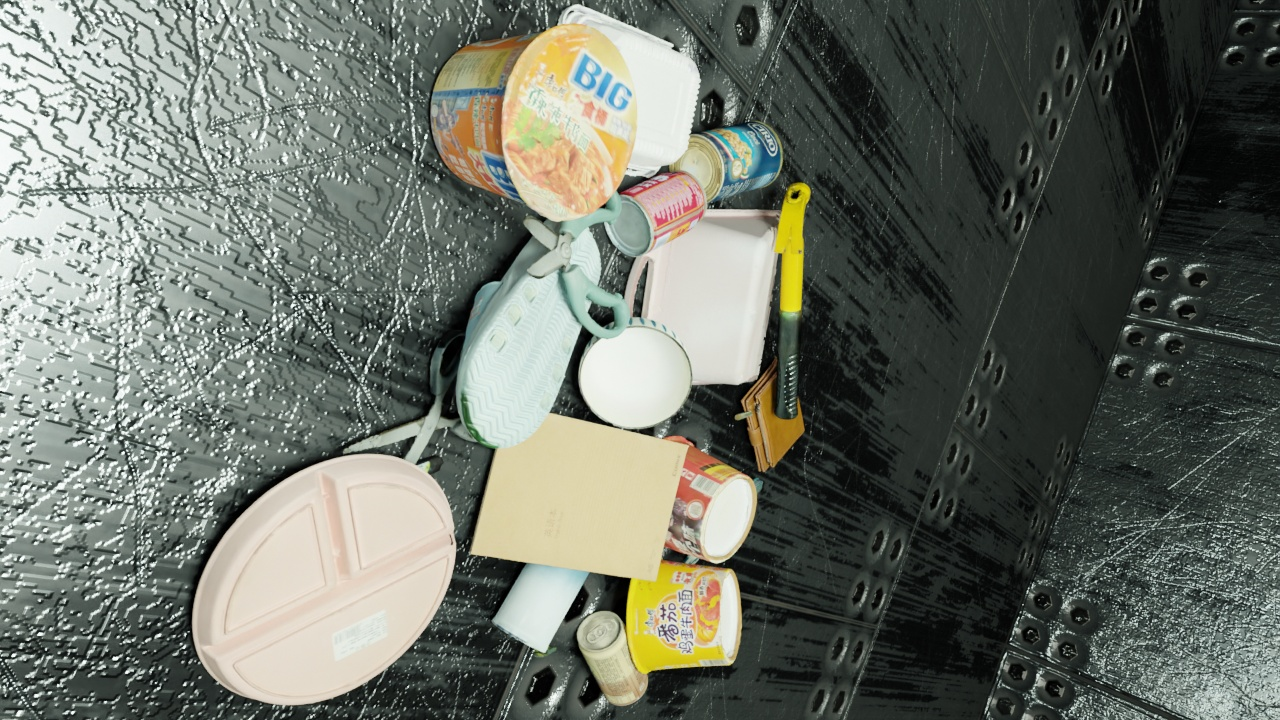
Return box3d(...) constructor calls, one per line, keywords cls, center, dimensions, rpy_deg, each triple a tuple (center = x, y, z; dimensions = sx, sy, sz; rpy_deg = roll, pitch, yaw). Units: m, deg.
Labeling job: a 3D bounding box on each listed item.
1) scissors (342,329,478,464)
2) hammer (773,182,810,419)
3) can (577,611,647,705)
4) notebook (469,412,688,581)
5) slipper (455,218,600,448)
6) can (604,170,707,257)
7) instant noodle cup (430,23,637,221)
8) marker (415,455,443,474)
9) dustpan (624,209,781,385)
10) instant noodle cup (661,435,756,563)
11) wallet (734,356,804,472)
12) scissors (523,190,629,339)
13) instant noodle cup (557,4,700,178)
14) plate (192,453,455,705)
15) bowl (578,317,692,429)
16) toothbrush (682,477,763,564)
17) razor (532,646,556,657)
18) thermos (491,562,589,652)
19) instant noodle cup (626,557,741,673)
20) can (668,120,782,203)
box3d(cls="scissors", center=(-0.184, 0.057, 0.813), dimensions=(0.159, 0.014, 0.180), rpy_deg=(31, 76, -50))
box3d(cls="hammer", center=(0.186, -0.062, 1.143), dimensions=(0.128, 0.033, 0.301), rpy_deg=(-61, 152, -59))
box3d(cls="can", center=(-0.032, 0.352, 1.082), dimensions=(0.058, 0.058, 0.116), rpy_deg=(-44, 134, -31))
box3d(cls="notebook", center=(-0.057, 0.138, 0.931), dimensions=(0.211, 0.012, 0.149), rpy_deg=(16, 85, -28))
box3d(cls="slipper", center=(-0.108, -0.037, 0.833), dimensions=(0.104, 0.074, 0.244), rpy_deg=(55, 46, -41))
box3d(cls="can", center=(0.017, -0.152, 0.938), dimensions=(0.093, 0.067, 0.067), rpy_deg=(-33, 127, -38))
box3d(cls="instant noodle cup", center=(-0.092, -0.197, 0.753), dimensions=(0.151, 0.111, 0.151), rpy_deg=(-22, 120, -44))
box3d(cls="marker", center=(-0.221, 0.104, 0.796), dimensions=(0.123, 0.015, 0.018), rpy_deg=(-17, 117, -49))
box3d(cls="dustpan", center=(0.078, -0.078, 1.089), dimensions=(0.273, 0.139, 0.222), rpy_deg=(-30, 129, -76))
box3d(cls="instant noodle cup", center=(0.063, 0.170, 1.086), dimensions=(0.137, 0.109, 0.138), rpy_deg=(-22, 120, -44))
box3d(cls="wallet", center=(0.180, 0.078, 1.249), dimensions=(0.118, 0.035, 0.131), rpy_deg=(-42, 131, -32))
box3d(cls="scissors", center=(-0.050, -0.109, 0.848), dimensions=(0.170, 0.019, 0.180), rpy_deg=(41, 53, -47))
box3d(cls="instant noodle cup", center=(-0.009, -0.249, 0.876), dimensions=(0.173, 0.060, 0.138), rpy_deg=(0, 104, -49))
box3d(cls="plate", center=(-0.248, 0.187, 0.762), dimensions=(0.228, 0.028, 0.230), rpy_deg=(-24, 127, -37))
box3d(cls="bowl", center=(-0.006, 0.006, 0.956), dimensions=(0.066, 0.116, 0.117), rpy_deg=(-94, -179, -65))
box3d(cls="toothbrush", center=(0.110, 0.223, 1.235), dimensions=(0.191, 0.018, 0.016), rpy_deg=(-44, 134, -31))
box3d(cls="razor", center=(-0.084, 0.261, 1.009), dimensions=(0.132, 0.028, 0.043), rpy_deg=(-65, 165, -3))
box3d(cls="thermos", center=(-0.072, 0.194, 0.965), dimensions=(0.220, 0.070, 0.070), rpy_deg=(-59, 140, -14))
box3d(cls="instant noodle cup", center=(0.056, 0.301, 1.088), dimensions=(0.138, 0.110, 0.138), rpy_deg=(-4, 90, -71))
box3d(cls="can", center=(0.092, -0.215, 0.997), dimensions=(0.110, 0.075, 0.075), rpy_deg=(-24, 122, -43))
